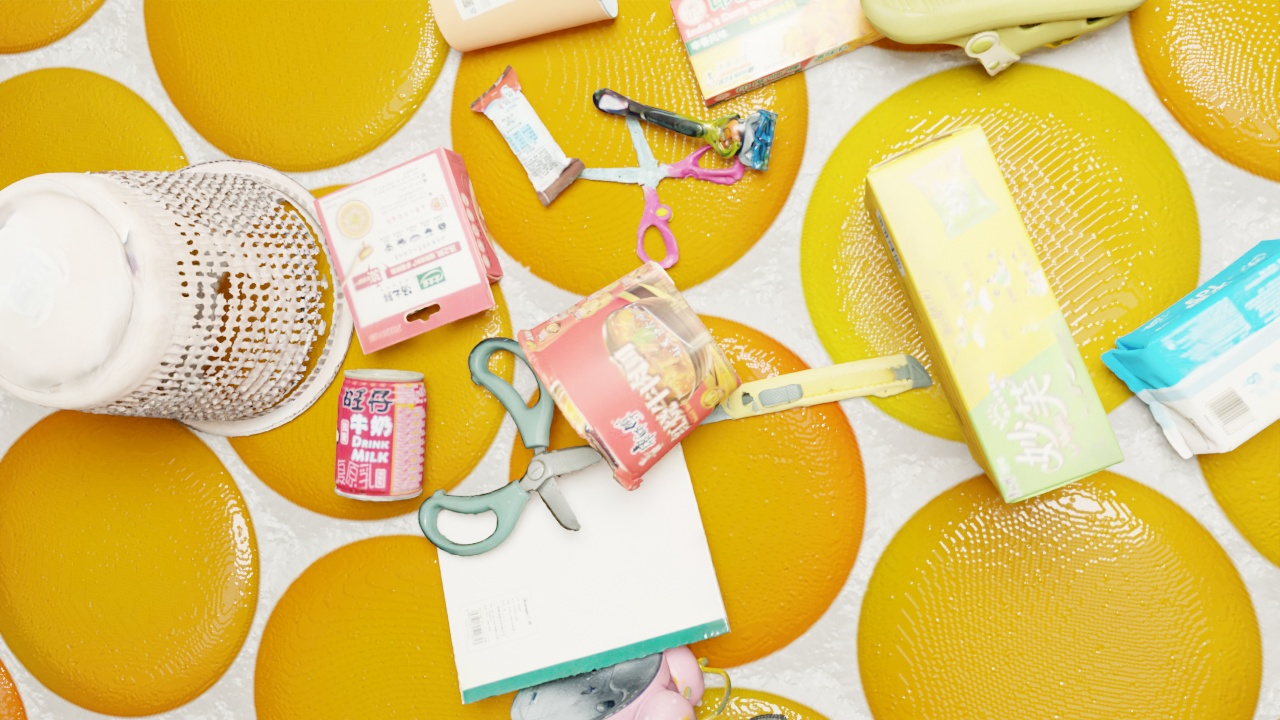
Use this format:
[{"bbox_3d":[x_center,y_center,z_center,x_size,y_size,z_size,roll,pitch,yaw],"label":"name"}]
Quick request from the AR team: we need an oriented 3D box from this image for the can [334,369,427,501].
[{"bbox_3d":[-0.199,0.055,0.705,0.066,0.066,0.094,5,93,10],"label":"can"}]

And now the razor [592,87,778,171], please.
[{"bbox_3d":[0.027,-0.173,0.661,0.143,0.022,0.043,20,123,18],"label":"razor"}]

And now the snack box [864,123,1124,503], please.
[{"bbox_3d":[0.212,-0.030,0.581,0.070,0.157,0.210,-23,88,14],"label":"snack box"}]

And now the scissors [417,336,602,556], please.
[{"bbox_3d":[-0.107,0.061,0.692,0.171,0.019,0.179,-21,71,26],"label":"scissors"}]

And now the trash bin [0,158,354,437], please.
[{"bbox_3d":[-0.355,-0.047,0.666,0.228,0.192,0.227,0,92,10],"label":"trash bin"}]

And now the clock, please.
[{"bbox_3d":[-0.011,0.249,0.658,0.159,0.117,0.060,-19,100,13],"label":"clock"}]

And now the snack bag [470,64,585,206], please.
[{"bbox_3d":[-0.086,-0.171,0.694,0.048,0.026,0.104,-40,86,16],"label":"snack bag"}]

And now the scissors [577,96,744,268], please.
[{"bbox_3d":[0.015,-0.137,0.684,0.135,0.017,0.133,-18,86,13],"label":"scissors"}]

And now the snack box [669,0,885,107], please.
[{"bbox_3d":[0.107,-0.247,0.655,0.156,0.027,0.077,-20,88,10],"label":"snack box"}]

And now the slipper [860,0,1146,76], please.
[{"bbox_3d":[0.236,-0.239,0.611,0.190,0.082,0.091,-10,65,-3],"label":"slipper"}]

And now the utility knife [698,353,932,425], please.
[{"bbox_3d":[0.105,0.026,0.678,0.213,0.022,0.031,-12,84,15],"label":"utility knife"}]

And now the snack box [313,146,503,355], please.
[{"bbox_3d":[-0.174,-0.082,0.705,0.113,0.044,0.127,-19,88,10],"label":"snack box"}]

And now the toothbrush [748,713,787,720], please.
[{"bbox_3d":[0.021,0.298,0.703,0.190,0.016,0.014,-19,81,11],"label":"toothbrush"}]

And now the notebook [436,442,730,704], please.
[{"bbox_3d":[-0.051,0.155,0.684,0.209,0.012,0.150,-18,69,10],"label":"notebook"}]

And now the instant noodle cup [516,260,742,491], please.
[{"bbox_3d":[-0.004,0.004,0.641,0.108,0.138,0.138,-36,86,1],"label":"instant noodle cup"}]

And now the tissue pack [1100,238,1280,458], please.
[{"bbox_3d":[0.389,-0.010,0.598,0.140,0.063,0.090,-38,87,11],"label":"tissue pack"}]

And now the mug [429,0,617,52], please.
[{"bbox_3d":[-0.087,-0.271,0.668,0.123,0.078,0.078,-13,90,15],"label":"mug"}]
